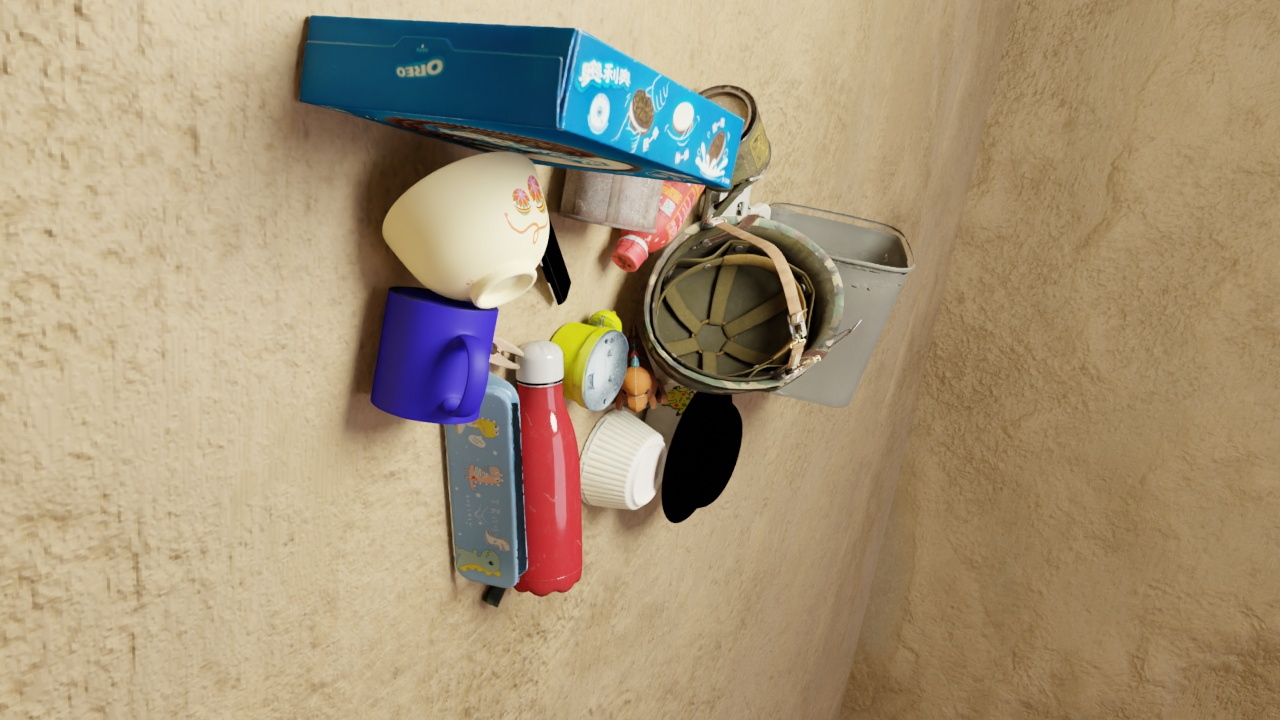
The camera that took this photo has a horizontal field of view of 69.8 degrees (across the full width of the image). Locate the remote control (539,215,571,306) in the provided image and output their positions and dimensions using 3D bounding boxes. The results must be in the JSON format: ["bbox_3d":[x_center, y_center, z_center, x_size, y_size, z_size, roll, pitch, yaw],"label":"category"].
[{"bbox_3d":[-0.078,-0.088,0.811,0.124,0.012,0.028,77,25,-65],"label":"remote control"}]

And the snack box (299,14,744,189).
[{"bbox_3d":[-0.065,-0.166,0.609,0.238,0.196,0.056,-3,104,-62],"label":"snack box"}]

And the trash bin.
[{"bbox_3d":[0.244,-0.074,1.269,0.197,0.197,0.220,-72,174,-63],"label":"trash bin"}]

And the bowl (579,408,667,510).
[{"bbox_3d":[-0.014,0.118,1.036,0.115,0.062,0.115,-41,140,-47],"label":"bowl"}]

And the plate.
[{"bbox_3d":[0.086,0.113,1.100,0.183,0.036,0.185,-41,140,-48],"label":"plate"}]

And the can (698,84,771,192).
[{"bbox_3d":[0.090,-0.240,0.992,0.089,0.090,0.074,-65,153,-15],"label":"can"}]

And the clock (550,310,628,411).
[{"bbox_3d":[-0.046,-0.001,0.908,0.118,0.057,0.083,-37,136,-50],"label":"clock"}]

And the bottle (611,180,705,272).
[{"bbox_3d":[0.015,-0.150,0.932,0.137,0.062,0.062,-59,151,-25],"label":"bottle"}]

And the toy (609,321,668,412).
[{"bbox_3d":[-0.006,0.006,0.983,0.090,0.070,0.103,93,-4,-83],"label":"toy"}]

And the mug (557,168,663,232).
[{"bbox_3d":[-0.015,-0.174,0.830,0.122,0.096,0.110,-19,127,-68],"label":"mug"}]

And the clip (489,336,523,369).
[{"bbox_3d":[-0.125,-0.005,0.788,0.049,0.026,0.061,-52,146,-34],"label":"clip"}]

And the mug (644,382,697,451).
[{"bbox_3d":[0.047,0.084,1.129,0.115,0.068,0.094,-53,148,-35],"label":"mug"}]

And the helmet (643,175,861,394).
[{"bbox_3d":[0.111,-0.061,0.963,0.224,0.192,0.236,-23,170,-6],"label":"helmet"}]

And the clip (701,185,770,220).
[{"bbox_3d":[0.101,-0.165,1.118,0.150,0.089,0.126,-38,140,-66],"label":"clip"}]

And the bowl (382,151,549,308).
[{"bbox_3d":[-0.110,-0.080,0.644,0.118,0.074,0.118,-27,167,-7],"label":"bowl"}]

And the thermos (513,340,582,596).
[{"bbox_3d":[-0.092,0.099,0.858,0.073,0.073,0.240,-24,118,-57],"label":"thermos"}]

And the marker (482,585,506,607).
[{"bbox_3d":[-0.116,0.179,0.924,0.146,0.017,0.017,-62,152,-20],"label":"marker"}]

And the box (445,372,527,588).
[{"bbox_3d":[-0.135,0.111,0.791,0.052,0.067,0.210,-32,133,-44],"label":"box"}]

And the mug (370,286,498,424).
[{"bbox_3d":[-0.141,-0.001,0.660,0.079,0.111,0.083,5,102,-38],"label":"mug"}]
